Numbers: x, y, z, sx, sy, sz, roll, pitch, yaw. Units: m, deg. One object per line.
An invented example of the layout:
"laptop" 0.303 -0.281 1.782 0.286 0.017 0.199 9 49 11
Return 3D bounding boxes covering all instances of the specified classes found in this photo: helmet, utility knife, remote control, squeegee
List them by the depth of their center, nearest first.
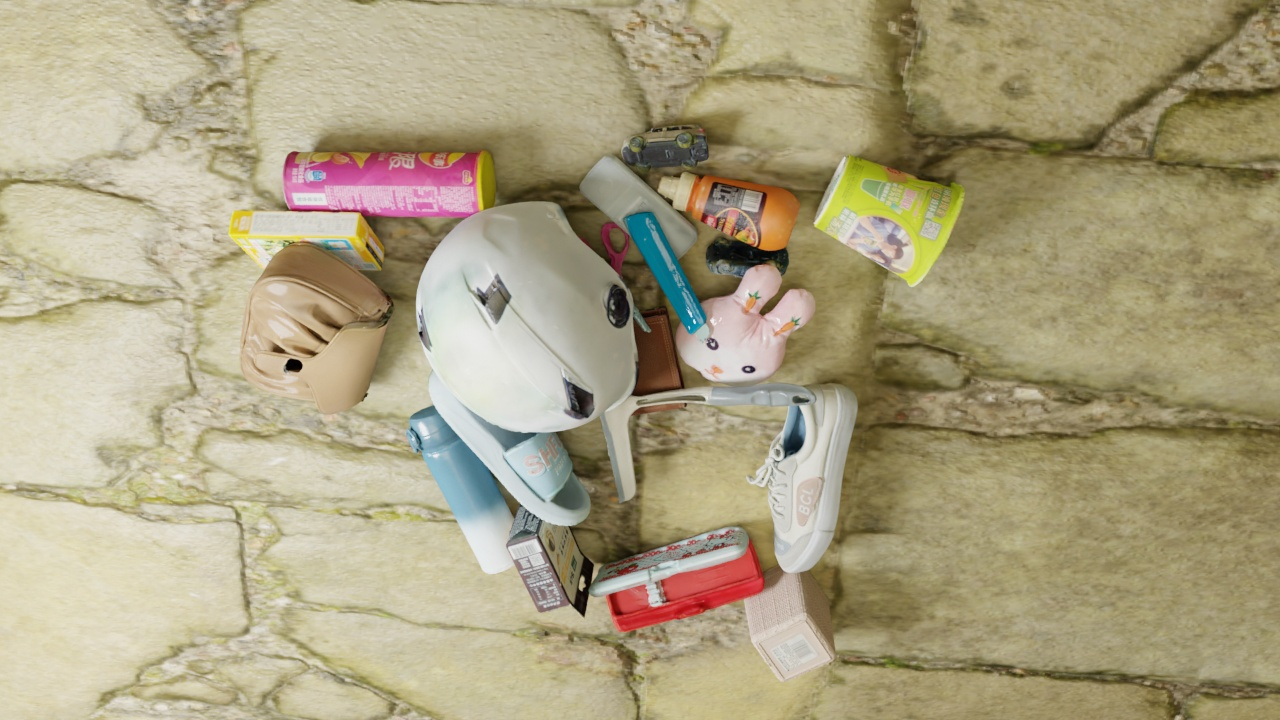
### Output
"helmet" -0.130 -0.023 0.948 0.230 0.145 0.259 -17 108 37
"utility knife" 0.032 -0.089 0.981 0.034 0.018 0.159 -26 97 26
"remote control" -0.001 -0.162 0.991 0.136 0.020 0.056 40 122 -12
"squeegee" 0.072 0.042 1.018 0.247 0.039 0.247 -4 114 18

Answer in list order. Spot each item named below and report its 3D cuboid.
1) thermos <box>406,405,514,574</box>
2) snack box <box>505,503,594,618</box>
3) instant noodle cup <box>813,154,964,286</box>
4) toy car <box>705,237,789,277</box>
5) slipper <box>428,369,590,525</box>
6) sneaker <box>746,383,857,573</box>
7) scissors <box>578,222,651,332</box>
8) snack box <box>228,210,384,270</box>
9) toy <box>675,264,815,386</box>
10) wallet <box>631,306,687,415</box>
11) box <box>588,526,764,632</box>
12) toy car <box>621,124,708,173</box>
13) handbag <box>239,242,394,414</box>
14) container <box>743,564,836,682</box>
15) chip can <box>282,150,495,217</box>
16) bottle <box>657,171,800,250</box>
"thermos" -0.209 0.153 1.109 0.070 0.070 0.220 -20 109 11
"snack box" -0.107 0.235 1.109 0.053 0.113 0.126 -17 109 10
"instant noodle cup" 0.249 -0.152 0.943 0.123 0.111 0.112 25 111 1
"toy car" 0.116 -0.109 0.999 0.090 0.042 0.034 1 145 -2
"slipper" -0.141 0.087 1.062 0.074 0.104 0.245 -42 98 16
"sneaker" 0.178 0.140 1.065 0.090 0.089 0.242 4 109 -15
"scissors" -0.019 -0.089 1.013 0.083 0.017 0.137 -37 96 -3
"snack box" -0.358 -0.129 0.994 0.140 0.087 0.033 -1 72 2
"toy" 0.113 -0.034 1.008 0.121 0.054 0.160 33 125 -12
"wallet" -0.006 0.006 1.058 0.101 0.032 0.124 -10 110 10
"box" 0.043 0.269 1.117 0.202 0.101 0.095 -19 80 11
"toy car" 0.025 -0.223 0.957 0.090 0.035 0.042 -4 150 10
"handbag" -0.360 -0.024 1.005 0.147 0.099 0.205 20 136 -12
"container" 0.183 0.322 1.129 0.090 0.110 0.090 -30 107 14
"chip can" -0.264 -0.187 0.972 0.210 0.071 0.071 1 112 3
"bottle" 0.090 -0.165 0.969 0.149 0.066 0.067 18 112 4
